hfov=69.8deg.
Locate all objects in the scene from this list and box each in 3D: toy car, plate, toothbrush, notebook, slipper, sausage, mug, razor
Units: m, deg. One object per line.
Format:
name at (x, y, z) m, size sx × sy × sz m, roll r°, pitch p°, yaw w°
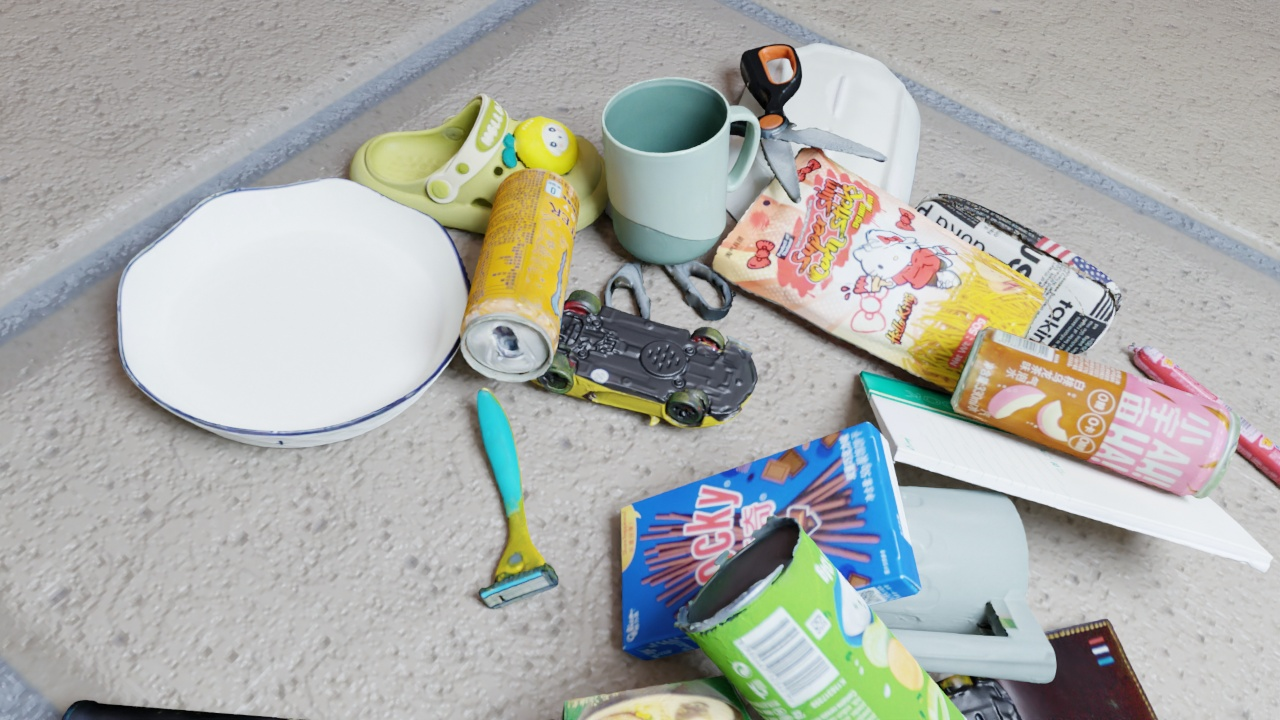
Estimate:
toy car at (0.137, 0.200, 0.471) m, size 0.122 × 0.037 × 0.056 m, roll -14°, pitch 58°, yaw -5°
plate at (0.156, -0.187, 0.766) m, size 0.162 × 0.034 × 0.264 m, roll 19°, pitch 52°, yaw 4°
toothbrush at (-0.160, 0.185, 0.435) m, size 0.212 × 0.026 × 0.027 m, roll 8°, pitch 87°, yaw -6°
notebook at (0.244, 0.059, 0.561) m, size 0.209 × 0.012 × 0.150 m, roll 16°, pitch 18°, yaw 1°
slipper at (-0.114, -0.142, 0.657) m, size 0.190 × 0.082 × 0.091 m, roll 3°, pitch 55°, yaw -4°
toy car at (-0.003, 0.003, 0.588) m, size 0.156 × 0.041 × 0.071 m, roll 14°, pitch 52°, yaw 7°
sausage at (0.411, 0.041, 0.649) m, size 0.020 × 0.020 × 0.156 m, roll -28°, pitch 63°, yaw -27°
plate at (-0.211, -0.030, 0.575) m, size 0.205 × 0.046 × 0.204 m, roll 5°, pitch 53°, yaw -7°
mug at (0.147, 0.119, 0.492) m, size 0.103 × 0.084 × 0.123 m, roll 6°, pitch 26°, yaw -4°
razor at (-0.078, 0.074, 0.530) m, size 0.043 × 0.028 × 0.132 m, roll -24°, pitch 58°, yaw 11°
mug at (0.031, -0.131, 0.632) m, size 0.111 × 0.106 × 0.082 m, roll -23°, pitch 53°, yaw -14°

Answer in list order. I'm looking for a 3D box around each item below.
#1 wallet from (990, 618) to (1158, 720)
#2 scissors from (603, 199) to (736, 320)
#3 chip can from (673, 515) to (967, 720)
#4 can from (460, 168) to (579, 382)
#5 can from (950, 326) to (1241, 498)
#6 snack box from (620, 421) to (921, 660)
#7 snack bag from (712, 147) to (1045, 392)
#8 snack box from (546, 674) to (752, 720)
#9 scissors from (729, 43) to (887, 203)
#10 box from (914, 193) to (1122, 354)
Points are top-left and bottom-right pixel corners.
wallet at (0.242, 0.207, 0.495) m, size 0.096 × 0.020 × 0.122 m, roll -7°, pitch 57°, yaw -15°
scissors at (0.001, -0.083, 0.673) m, size 0.159 × 0.014 × 0.171 m, roll 25°, pitch 52°, yaw 9°
chip can at (0.116, 0.177, 0.402) m, size 0.236 × 0.072 × 0.072 m, roll 49°, pitch 57°, yaw -5°
can at (-0.074, -0.058, 0.580) m, size 0.058 × 0.058 × 0.145 m, roll 8°, pitch 47°, yaw -4°
can at (0.266, 0.029, 0.547) m, size 0.147 × 0.058 × 0.057 m, roll 22°, pitch 52°, yaw 18°
snack box at (0.059, 0.097, 0.478) m, size 0.157 × 0.026 × 0.084 m, roll -23°, pitch 49°, yaw 26°
snack bag at (0.170, -0.062, 0.646) m, size 0.208 × 0.073 × 0.128 m, roll 33°, pitch 72°, yaw 12°
snack box at (0.014, 0.207, 0.402) m, size 0.117 × 0.118 × 0.105 m, roll -4°, pitch 44°, yaw -13°
scissors at (0.087, -0.184, 0.715) m, size 0.224 × 0.022 × 0.220 m, roll -1°, pitch 46°, yaw 20°
box at (0.278, -0.076, 0.684) m, size 0.163 × 0.074 × 0.079 m, roll 34°, pitch 47°, yaw 18°
